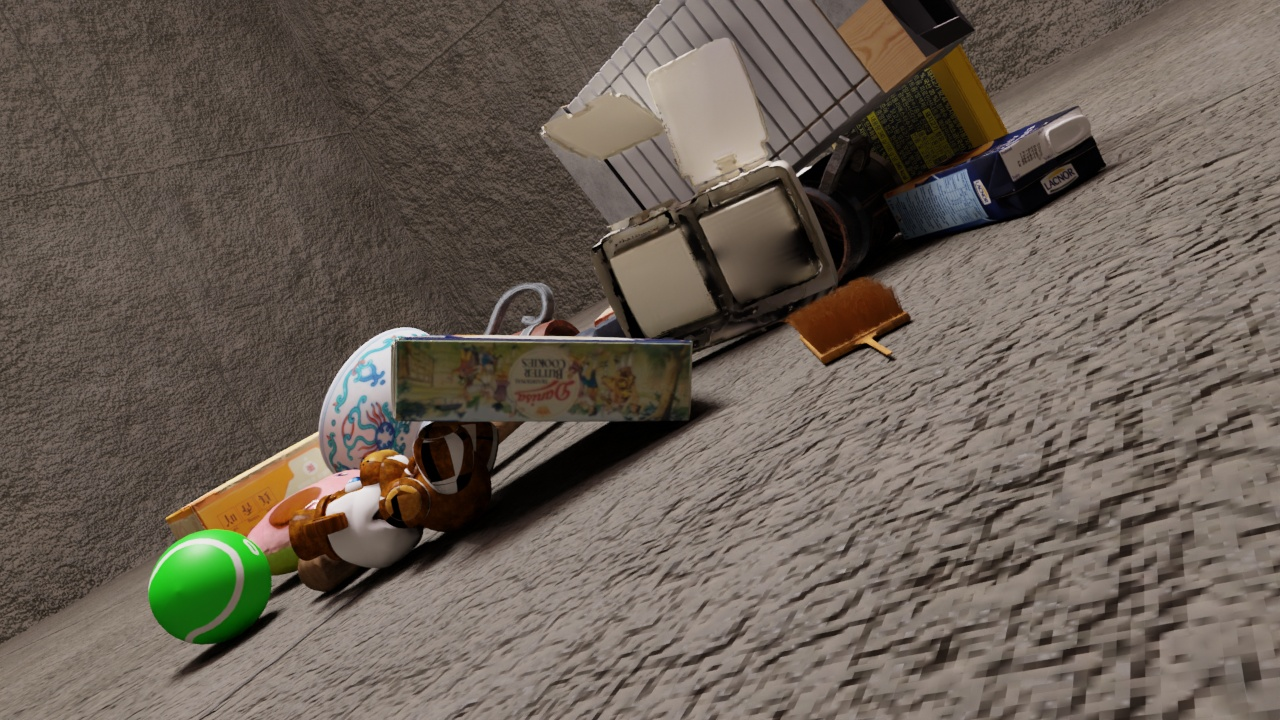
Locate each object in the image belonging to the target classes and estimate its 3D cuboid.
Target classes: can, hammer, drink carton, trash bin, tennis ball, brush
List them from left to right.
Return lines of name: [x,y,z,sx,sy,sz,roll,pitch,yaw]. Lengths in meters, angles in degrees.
tennis ball: [-0.250,0.132,0.534,0.065,0.065,0.065,-28,6,3]
hammer: [-0.110,0.054,0.634,0.130,0.040,0.320,-28,9,37]
trash bin: [0.078,-0.198,0.658,0.248,0.142,0.142,-38,1,39]
brush: [0.098,-0.018,0.423,0.048,0.017,0.126,-28,6,7]
can: [0.214,-0.182,0.720,0.105,0.135,0.075,-27,6,37]
drink carton: [0.211,-0.109,0.564,0.064,0.040,0.130,-30,6,-12]

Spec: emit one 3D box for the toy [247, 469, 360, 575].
toy: [-0.227,0.113,0.655,0.090,0.051,0.109,-26,5,12]

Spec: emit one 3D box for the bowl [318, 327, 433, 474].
bowl: [-0.189,0.052,0.775,0.074,0.144,0.143,22,35,27]

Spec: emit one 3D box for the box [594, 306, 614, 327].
box: [0.010,-0.035,0.822,0.188,0.057,0.067,-22,41,57]

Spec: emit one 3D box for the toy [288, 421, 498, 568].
toy: [-0.131,0.073,0.488,0.113,0.067,0.087,-15,-1,8]

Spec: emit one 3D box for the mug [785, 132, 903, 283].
mug: [0.136,-0.112,0.637,0.107,0.080,0.116,-37,-28,-48]

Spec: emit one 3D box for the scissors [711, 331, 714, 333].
scissors: [-0.010,0.008,0.717,0.180,0.015,0.198,-28,5,21]

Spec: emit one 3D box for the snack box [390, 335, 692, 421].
snack box: [-0.057,0.008,0.501,0.145,0.042,0.144,1,1,-11]

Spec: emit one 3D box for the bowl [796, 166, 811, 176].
bowl: [0.116,-0.117,0.793,0.150,0.043,0.149,-48,14,16]

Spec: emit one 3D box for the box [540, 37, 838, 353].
box: [0.035,-0.102,0.603,0.144,0.180,0.080,-19,14,20]

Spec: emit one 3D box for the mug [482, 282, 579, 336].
mug: [-0.113,-0.007,0.857,0.111,0.117,0.081,-20,-9,33]

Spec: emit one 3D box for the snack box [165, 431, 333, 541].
snack box: [-0.317,0.122,0.851,0.194,0.080,0.145,-33,7,-36]
